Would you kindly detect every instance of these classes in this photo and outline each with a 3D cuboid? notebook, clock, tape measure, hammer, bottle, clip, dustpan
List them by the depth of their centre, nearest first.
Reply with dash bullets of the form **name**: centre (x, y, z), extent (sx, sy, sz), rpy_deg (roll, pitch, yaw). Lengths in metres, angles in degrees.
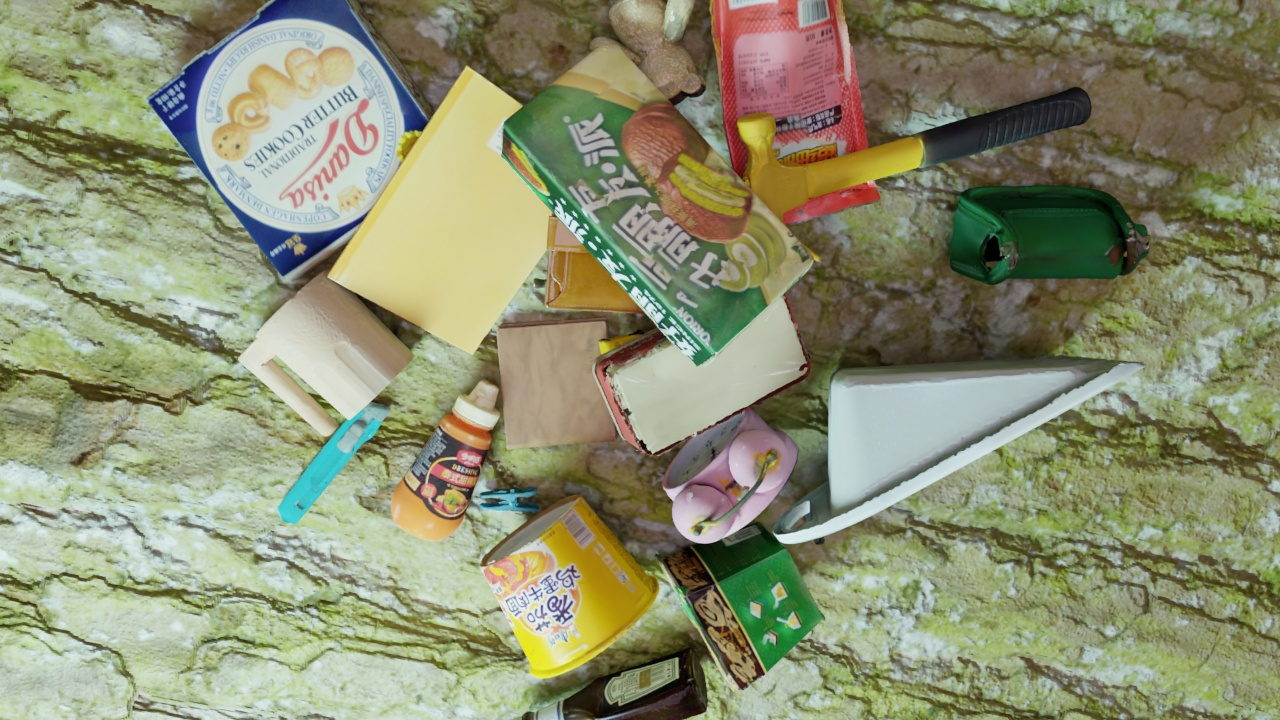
- **dustpan**: centre (0.235, 0.073, 0.746), extent (0.258, 0.222, 0.142), rpy_deg (-2, 92, 11)
- **hammer**: centre (0.226, -0.170, 0.751), extent (0.300, 0.033, 0.129), rpy_deg (-17, 117, -7)
- **notebook**: centre (-0.142, -0.117, 0.766), extent (0.145, 0.010, 0.206), rpy_deg (30, 103, -31)
- **clock**: centre (0.074, 0.097, 0.773), extent (0.117, 0.158, 0.060), rpy_deg (-44, 101, 7)
- **tape measure**: centre (-0.005, 0.005, 0.809), extent (0.057, 0.029, 0.060), rpy_deg (-14, 101, -17)
- **bottle**: centre (-0.166, 0.085, 0.820), extent (0.067, 0.066, 0.149), rpy_deg (27, 95, -7)
- **clip**: centre (-0.122, 0.130, 0.853), extent (0.057, 0.014, 0.047), rpy_deg (1, 105, 0)
- **bottle**: centre (-0.034, 0.330, 0.868), extent (0.195, 0.079, 0.044), rpy_deg (-20, 99, 6)

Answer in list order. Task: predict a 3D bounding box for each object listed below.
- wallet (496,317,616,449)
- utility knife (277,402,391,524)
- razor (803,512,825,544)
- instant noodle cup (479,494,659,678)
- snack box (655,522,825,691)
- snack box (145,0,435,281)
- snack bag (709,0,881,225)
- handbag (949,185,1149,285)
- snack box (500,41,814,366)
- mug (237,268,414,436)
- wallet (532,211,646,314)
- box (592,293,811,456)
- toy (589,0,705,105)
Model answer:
- **wallet**: centre (-0.075, 0.021, 0.825), extent (0.101, 0.020, 0.115), rpy_deg (-5, 101, -2)
- **utility knife**: centre (-0.283, 0.093, 0.841), extent (0.029, 0.013, 0.151), rpy_deg (40, 100, -4)
- **razor**: centre (0.215, 0.126, 0.849), extent (0.133, 0.028, 0.043), rpy_deg (-25, 73, 8)
- **instant noodle cup**: centre (-0.069, 0.193, 0.813), extent (0.138, 0.138, 0.110), rpy_deg (-33, 94, 7)
- **snack box**: centre (0.092, 0.212, 0.834), extent (0.105, 0.118, 0.117), rpy_deg (-30, 103, -7)
- **snack box**: centre (-0.271, -0.191, 0.757), extent (0.178, 0.045, 0.182), rpy_deg (-34, 101, 6)
- **snack bag**: centre (0.123, -0.214, 0.751), extent (0.128, 0.073, 0.208), rpy_deg (-16, 109, -8)
- **handbag**: centre (0.329, -0.101, 0.750), extent (0.131, 0.120, 0.068), rpy_deg (-2, 109, -3)
- **snack box**: centre (0.011, -0.120, 0.715), extent (0.114, 0.063, 0.240), rpy_deg (-42, 89, -14)
- **mug**: centre (-0.272, -0.001, 0.788), extent (0.125, 0.084, 0.103), rpy_deg (-39, 103, 23)
- **wallet**: centre (-0.033, -0.106, 0.781), extent (0.119, 0.035, 0.131), rpy_deg (1, 105, -19)
- **box**: centre (0.054, 0.005, 0.768), extent (0.168, 0.080, 0.091), rpy_deg (-26, 103, -13)
- **toy**: centre (0.004, -0.280, 0.737), extent (0.105, 0.066, 0.157), rpy_deg (-11, 101, 35)
